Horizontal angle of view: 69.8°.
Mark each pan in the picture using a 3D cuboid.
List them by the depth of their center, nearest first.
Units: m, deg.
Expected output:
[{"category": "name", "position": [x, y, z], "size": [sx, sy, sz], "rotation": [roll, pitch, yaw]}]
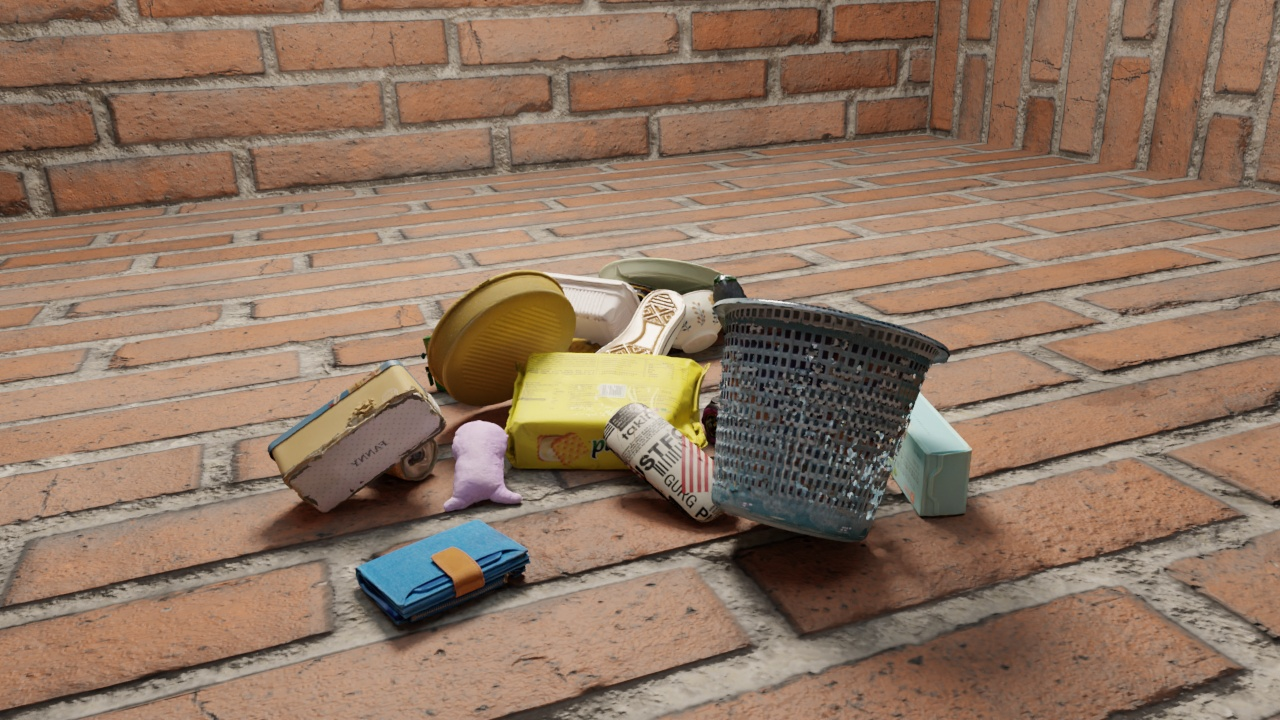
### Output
[{"category": "pan", "position": [-0.138, -0.022, 1.230], "size": [0.078, 0.198, 0.357], "rotation": [49, 17, 31]}]

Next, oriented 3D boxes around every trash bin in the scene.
[{"category": "trash bin", "position": [0.158, 0.062, 0.875], "size": [0.226, 0.195, 0.226], "rotation": [14, -4, 1]}]

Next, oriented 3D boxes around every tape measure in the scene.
[{"category": "tape measure", "position": [0.103, 0.072, 1.098], "size": [0.039, 0.057, 0.058], "rotation": [-16, 56, -28]}]

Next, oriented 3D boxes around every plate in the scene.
[{"category": "plate", "position": [0.045, -0.108, 1.455], "size": [0.230, 0.027, 0.230], "rotation": [9, -15, 2]}]

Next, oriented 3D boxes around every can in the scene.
[{"category": "can", "position": [-0.308, 0.098, 1.073], "size": [0.146, 0.058, 0.058], "rotation": [11, 25, 31]}]

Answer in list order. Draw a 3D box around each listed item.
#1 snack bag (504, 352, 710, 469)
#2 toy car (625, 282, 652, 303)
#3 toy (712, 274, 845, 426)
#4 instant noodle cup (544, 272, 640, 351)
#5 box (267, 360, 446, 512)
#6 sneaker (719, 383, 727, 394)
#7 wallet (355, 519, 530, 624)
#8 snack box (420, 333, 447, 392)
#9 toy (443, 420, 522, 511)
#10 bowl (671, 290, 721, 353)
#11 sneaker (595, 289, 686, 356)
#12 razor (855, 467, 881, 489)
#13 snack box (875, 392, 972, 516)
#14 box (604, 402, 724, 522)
[{"category": "snack bag", "position": [-0.042, 0.054, 1.089], "size": [0.246, 0.068, 0.157], "rotation": [0, 40, 6]}, {"category": "toy car", "position": [0.011, -0.081, 1.434], "size": [0.071, 0.041, 0.156], "rotation": [10, -13, 23]}, {"category": "toy", "position": [0.175, 0.017, 1.076], "size": [0.356, 0.138, 0.091], "rotation": [33, 0, -40]}, {"category": "instant noodle cup", "position": [-0.080, -0.063, 1.396], "size": [0.174, 0.138, 0.060], "rotation": [10, 58, 26]}, {"category": "box", "position": [-0.306, 0.086, 0.982], "size": [0.184, 0.090, 0.062], "rotation": [-33, 51, -7]}, {"category": "sneaker", "position": [0.171, 0.006, 1.212], "size": [0.241, 0.090, 0.091], "rotation": [-18, 41, -43]}, {"category": "wallet", "position": [-0.183, 0.191, 0.849], "size": [0.132, 0.040, 0.106], "rotation": [-19, 22, -35]}, {"category": "snack box", "position": [-0.234, -0.010, 1.291], "size": [0.106, 0.118, 0.117], "rotation": [0, 19, 35]}, {"category": "toy", "position": [-0.174, 0.112, 1.008], "size": [0.084, 0.039, 0.107], "rotation": [-2, 54, -7]}, {"category": "bowl", "position": [0.080, -0.051, 1.389], "size": [0.113, 0.114, 0.062], "rotation": [-13, 66, -25]}, {"category": "sneaker", "position": [-0.007, 0.007, 1.242], "size": [0.118, 0.088, 0.240], "rotation": [19, 52, 21]}, {"category": "razor", "position": [0.181, 0.109, 1.006], "size": [0.168, 0.062, 0.067], "rotation": [14, -6, 24]}, {"category": "snack box", "position": [0.300, 0.094, 0.997], "size": [0.051, 0.074, 0.174], "rotation": [-3, 21, -3]}, {"category": "box", "position": [0.028, 0.104, 0.964], "size": [0.164, 0.060, 0.071], "rotation": [35, 54, 28]}]
